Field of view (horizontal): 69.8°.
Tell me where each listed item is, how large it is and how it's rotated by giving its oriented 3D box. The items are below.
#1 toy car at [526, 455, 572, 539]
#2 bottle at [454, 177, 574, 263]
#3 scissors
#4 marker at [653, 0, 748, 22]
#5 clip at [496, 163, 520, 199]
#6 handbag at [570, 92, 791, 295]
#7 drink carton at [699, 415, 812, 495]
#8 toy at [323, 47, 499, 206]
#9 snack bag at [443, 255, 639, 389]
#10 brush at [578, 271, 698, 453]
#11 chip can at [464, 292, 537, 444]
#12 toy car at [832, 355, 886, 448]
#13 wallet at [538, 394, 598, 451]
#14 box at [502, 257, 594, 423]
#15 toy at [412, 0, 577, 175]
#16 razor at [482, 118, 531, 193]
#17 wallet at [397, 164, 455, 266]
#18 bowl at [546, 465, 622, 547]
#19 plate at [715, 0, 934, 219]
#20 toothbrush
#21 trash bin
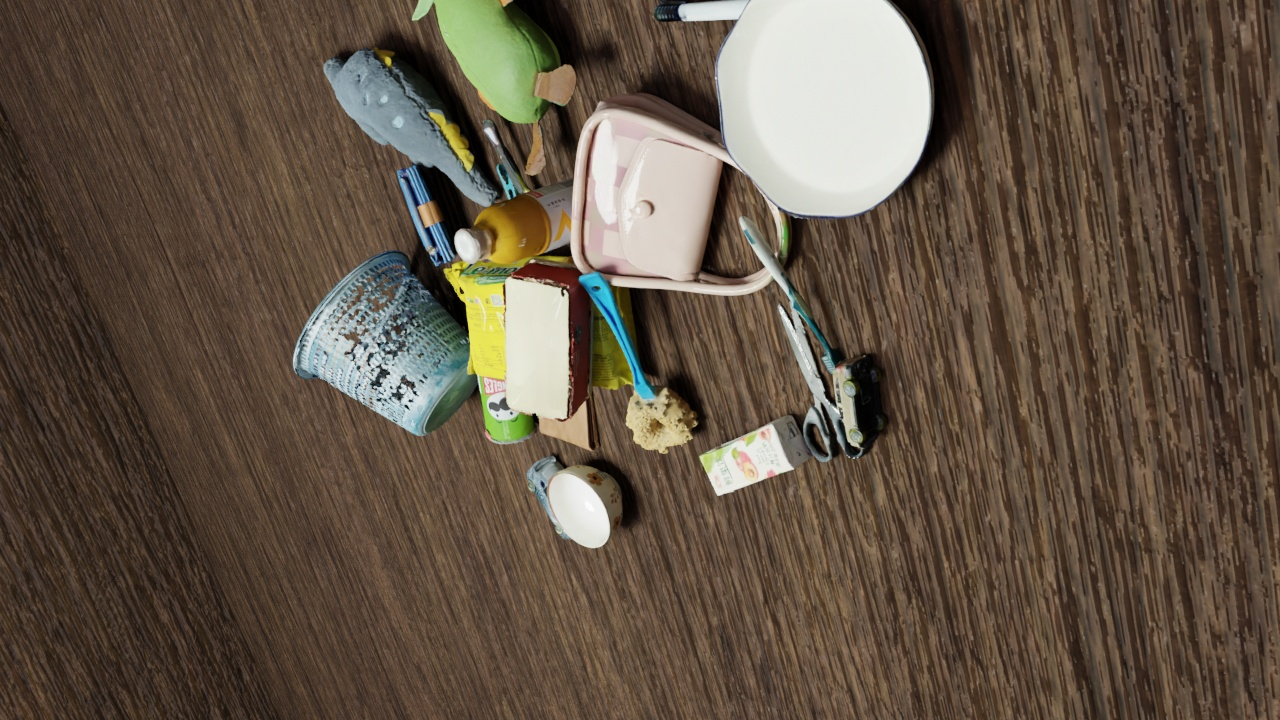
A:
[{"bbox_3d":[-0.112,0.192,1.282,0.037,0.054,0.120,-30,90,50],"label":"toy car"},{"bbox_3d":[-0.116,-0.148,0.994,0.068,0.189,0.068,23,126,35],"label":"bottle"},{"bbox_3d":[0.185,0.024,0.933,0.145,0.014,0.173,29,127,32],"label":"scissors"},{"bbox_3d":[0.066,-0.325,0.847,0.131,0.018,0.023,14,113,40],"label":"marker"},{"bbox_3d":[-0.160,-0.218,1.131,0.041,0.014,0.056,-4,108,46],"label":"clip"},{"bbox_3d":[0.046,-0.151,0.930,0.234,0.093,0.194,23,127,20],"label":"handbag"},{"bbox_3d":[0.126,0.105,1.008,0.123,0.045,0.053,-31,84,48],"label":"drink carton"},{"bbox_3d":[-0.315,-0.325,1.177,0.356,0.091,0.138,39,162,24],"label":"toy"},{"bbox_3d":[-0.117,-0.045,1.101,0.247,0.068,0.158,3,116,24],"label":"snack bag"},{"bbox_3d":[-0.006,0.006,1.029,0.083,0.045,0.255,-11,124,24],"label":"brush"},{"bbox_3d":[-0.190,-0.005,1.235,0.072,0.072,0.236,17,122,38],"label":"chip can"},{"bbox_3d":[0.212,0.041,0.892,0.035,0.042,0.090,9,117,52],"label":"toy car"},{"bbox_3d":[-0.102,0.057,1.225,0.101,0.020,0.115,15,119,39],"label":"wallet"},{"bbox_3d":[-0.107,-0.019,1.019,0.091,0.079,0.168,12,117,18],"label":"box"},{"bbox_3d":[-0.151,-0.336,1.000,0.246,0.089,0.228,55,152,11],"label":"toy"},{"bbox_3d":[-0.148,-0.224,1.096,0.043,0.022,0.143,-20,106,46],"label":"razor"},{"bbox_3d":[-0.287,-0.193,1.229,0.133,0.040,0.106,68,168,-11],"label":"wallet"},{"bbox_3d":[-0.064,0.186,1.227,0.113,0.062,0.114,24,128,33],"label":"bowl"},{"bbox_3d":[0.158,-0.225,0.788,0.205,0.045,0.205,23,128,32],"label":"plate"},{"bbox_3d":[0.147,-0.060,0.891,0.191,0.016,0.018,54,149,-13],"label":"toothbrush"},{"bbox_3d":[-0.333,-0.008,1.291,0.195,0.225,0.227,38,135,5],"label":"trash bin"}]
